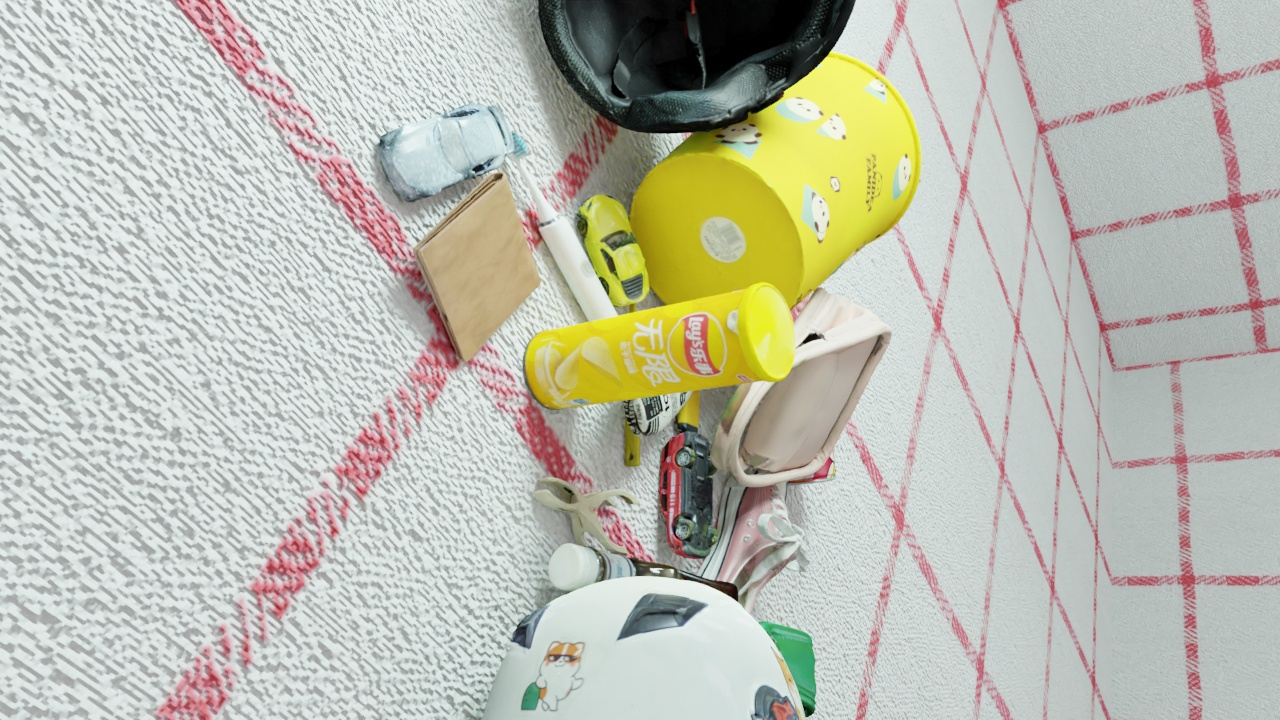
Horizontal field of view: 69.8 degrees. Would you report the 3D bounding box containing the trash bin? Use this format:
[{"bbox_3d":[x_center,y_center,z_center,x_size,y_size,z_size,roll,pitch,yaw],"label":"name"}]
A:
[{"bbox_3d":[0.131,-0.166,0.929,0.254,0.230,0.230,-43,117,-44],"label":"trash bin"}]

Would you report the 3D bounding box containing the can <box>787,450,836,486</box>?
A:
[{"bbox_3d":[0.189,0.095,1.067,0.066,0.067,0.093,-2,83,-55],"label":"can"}]

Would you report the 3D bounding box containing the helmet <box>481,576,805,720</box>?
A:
[{"bbox_3d":[0.006,0.233,0.651,0.274,0.230,0.156,48,36,-47],"label":"helmet"}]

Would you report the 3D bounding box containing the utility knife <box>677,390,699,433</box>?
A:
[{"bbox_3d":[0.048,0.007,0.935,0.033,0.015,0.156,30,57,-55],"label":"utility knife"}]

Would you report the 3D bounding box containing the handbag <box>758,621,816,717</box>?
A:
[{"bbox_3d":[0.085,0.281,0.821,0.120,0.132,0.067,34,46,-41],"label":"handbag"}]

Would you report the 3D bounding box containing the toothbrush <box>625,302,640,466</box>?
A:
[{"bbox_3d":[-0.005,0.005,0.860,0.016,0.016,0.190,23,64,-58],"label":"toothbrush"}]

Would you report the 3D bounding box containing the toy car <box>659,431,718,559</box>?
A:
[{"bbox_3d":[0.044,0.129,0.872,0.053,0.045,0.120,27,55,-46],"label":"toy car"}]

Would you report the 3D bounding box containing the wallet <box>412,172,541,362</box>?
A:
[{"bbox_3d":[-0.120,-0.071,0.694,0.115,0.020,0.101,-55,141,-42],"label":"wallet"}]

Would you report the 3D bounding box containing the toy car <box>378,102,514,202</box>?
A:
[{"bbox_3d":[-0.143,-0.159,0.689,0.120,0.037,0.054,-39,114,-48],"label":"toy car"}]

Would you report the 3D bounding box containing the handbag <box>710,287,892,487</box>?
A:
[{"bbox_3d":[0.143,0.039,0.907,0.233,0.093,0.194,-21,137,-55],"label":"handbag"}]

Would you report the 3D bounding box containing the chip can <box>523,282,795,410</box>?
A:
[{"bbox_3d":[0.010,-0.006,0.711,0.072,0.214,0.072,17,69,-51],"label":"chip can"}]

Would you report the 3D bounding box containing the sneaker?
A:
[{"bbox_3d":[0.125,0.184,0.932,0.118,0.088,0.240,63,34,-23],"label":"sneaker"}]

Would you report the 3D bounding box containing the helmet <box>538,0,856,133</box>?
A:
[{"bbox_3d":[0.048,-0.325,0.804,0.229,0.275,0.233,-80,155,-70],"label":"helmet"}]

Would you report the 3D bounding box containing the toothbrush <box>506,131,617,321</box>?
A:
[{"bbox_3d":[-0.063,-0.095,0.792,0.221,0.026,0.026,62,29,-24],"label":"toothbrush"}]

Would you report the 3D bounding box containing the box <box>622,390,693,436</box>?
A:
[{"bbox_3d":[0.023,0.016,0.841,0.069,0.052,0.163,62,27,-12],"label":"box"}]

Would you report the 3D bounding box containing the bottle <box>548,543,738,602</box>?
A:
[{"bbox_3d":[0.003,0.190,0.770,0.194,0.080,0.044,29,59,-44],"label":"bottle"}]

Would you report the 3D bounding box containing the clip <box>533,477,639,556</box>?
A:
[{"bbox_3d":[-0.044,0.135,0.757,0.101,0.035,0.095,6,76,-50],"label":"clip"}]

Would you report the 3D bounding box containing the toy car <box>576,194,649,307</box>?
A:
[{"bbox_3d":[-0.022,-0.101,0.837,0.048,0.032,0.105,-28,104,-33],"label":"toy car"}]
